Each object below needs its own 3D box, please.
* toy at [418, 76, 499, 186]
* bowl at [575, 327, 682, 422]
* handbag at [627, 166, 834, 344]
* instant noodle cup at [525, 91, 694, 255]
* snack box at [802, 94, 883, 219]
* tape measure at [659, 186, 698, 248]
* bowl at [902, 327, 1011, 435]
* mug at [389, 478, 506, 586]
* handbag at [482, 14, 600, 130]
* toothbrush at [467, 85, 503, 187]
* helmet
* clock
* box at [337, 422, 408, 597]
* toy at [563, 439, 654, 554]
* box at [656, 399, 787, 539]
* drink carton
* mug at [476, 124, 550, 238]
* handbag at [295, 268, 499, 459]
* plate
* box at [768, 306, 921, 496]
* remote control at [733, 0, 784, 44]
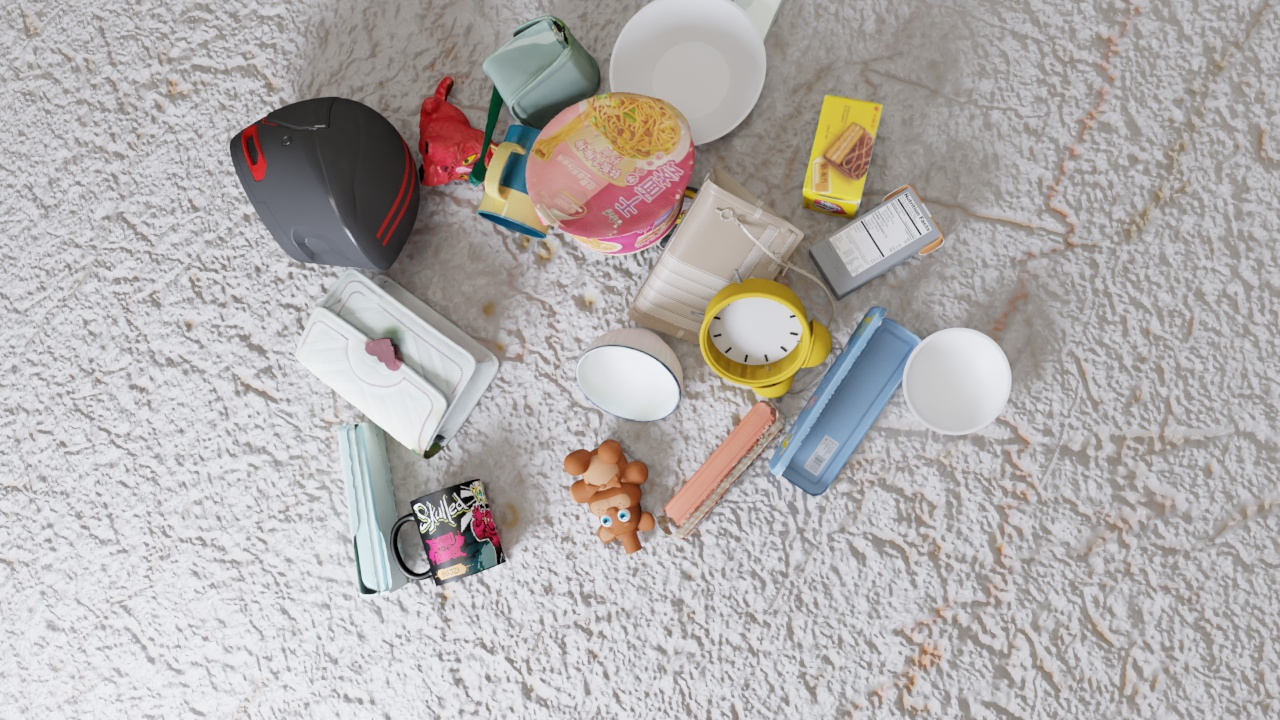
[{"bbox_3d":[-0.213,-0.266,1.075,0.094,0.088,0.132,0,65,-20],"label":"toy"},{"bbox_3d":[-0.006,0.006,1.002,0.118,0.118,0.062,11,48,11],"label":"bowl"},{"bbox_3d":[0.115,-0.078,0.986,0.198,0.062,0.176,29,117,-5],"label":"handbag"},{"bbox_3d":[-0.026,-0.189,0.978,0.179,0.078,0.178,-4,66,9],"label":"instant noodle cup"},{"bbox_3d":[0.212,-0.213,0.971,0.061,0.083,0.105,13,89,10],"label":"snack box"},{"bbox_3d":[0.050,-0.162,1.022,0.066,0.037,0.064,-11,88,16],"label":"tape measure"},{"bbox_3d":[0.324,0.020,0.957,0.110,0.040,0.110,0,94,1],"label":"bowl"},{"bbox_3d":[-0.222,0.198,1.031,0.118,0.082,0.098,-19,84,-2],"label":"mug"},{"bbox_3d":[-0.106,-0.318,1.019,0.106,0.121,0.067,-36,80,10],"label":"handbag"},{"bbox_3d":[-0.170,-0.276,1.045,0.016,0.017,0.189,21,61,-24],"label":"toothbrush"},{"bbox_3d":[-0.338,-0.203,1.029,0.170,0.164,0.264,-29,56,0],"label":"helmet"},{"bbox_3d":[0.131,-0.021,0.965,0.152,0.051,0.114,37,120,-16],"label":"clock"},{"bbox_3d":[-0.312,0.169,1.054,0.066,0.083,0.199,-10,85,19],"label":"box"},{"bbox_3d":[-0.032,0.153,1.012,0.095,0.065,0.127,-20,89,15],"label":"toy"},{"bbox_3d":[0.090,0.121,1.009,0.188,0.062,0.058,-48,55,8],"label":"box"},{"bbox_3d":[0.249,-0.124,0.977,0.125,0.048,0.076,-31,82,8],"label":"drink carton"},{"bbox_3d":[-0.133,-0.203,1.021,0.083,0.113,0.107,21,89,20],"label":"mug"},{"bbox_3d":[-0.282,0.002,1.049,0.198,0.096,0.142,34,95,9],"label":"handbag"},{"bbox_3d":[0.054,-0.321,1.030,0.174,0.036,0.174,-1,87,11],"label":"plate"},{"bbox_3d":[0.220,0.047,0.967,0.074,0.077,0.209,33,94,6],"label":"box"},{"bbox_3d":[0.142,-0.423,1.024,0.049,0.024,0.143,26,92,11],"label":"remote control"}]
